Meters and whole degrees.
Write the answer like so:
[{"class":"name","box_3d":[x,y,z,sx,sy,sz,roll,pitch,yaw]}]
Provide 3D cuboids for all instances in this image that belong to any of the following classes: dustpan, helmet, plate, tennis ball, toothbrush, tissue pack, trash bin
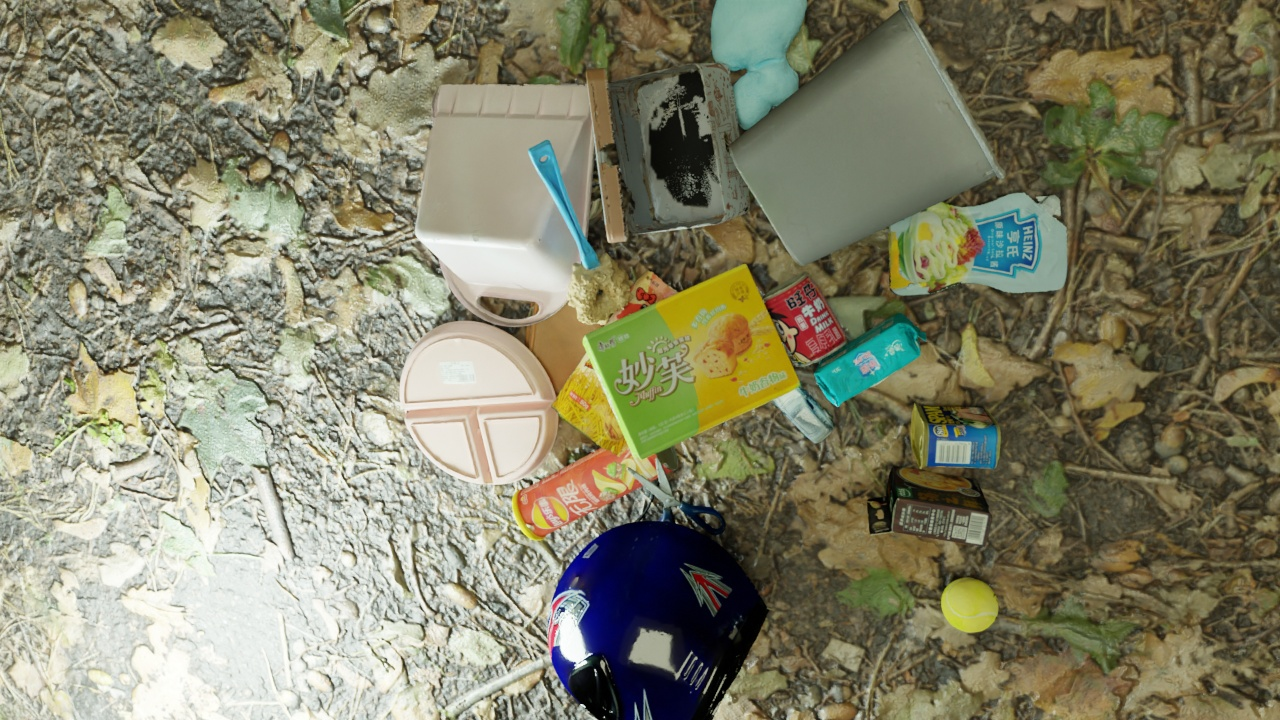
[{"class":"dustpan","box_3d":[-0.160,-0.191,1.123,0.223,0.139,0.273,10,76,22]},{"class":"helmet","box_3d":[0.005,0.339,1.127,0.240,0.246,0.316,29,133,18]},{"class":"plate","box_3d":[-0.217,0.061,1.193,0.230,0.028,0.230,7,110,18]},{"class":"tennis ball","box_3d":[0.399,0.296,1.112,0.065,0.065,0.065,3,104,12]},{"class":"toothbrush","box_3d":[-0.015,0.233,1.216,0.017,0.014,0.189,28,108,12]},{"class":"tissue pack","box_3d":[0.264,-0.003,1.054,0.134,0.093,0.050,-34,90,18]},{"class":"trash bin","box_3d":[0.230,-0.228,0.960,0.220,0.198,0.198,-29,98,23]}]

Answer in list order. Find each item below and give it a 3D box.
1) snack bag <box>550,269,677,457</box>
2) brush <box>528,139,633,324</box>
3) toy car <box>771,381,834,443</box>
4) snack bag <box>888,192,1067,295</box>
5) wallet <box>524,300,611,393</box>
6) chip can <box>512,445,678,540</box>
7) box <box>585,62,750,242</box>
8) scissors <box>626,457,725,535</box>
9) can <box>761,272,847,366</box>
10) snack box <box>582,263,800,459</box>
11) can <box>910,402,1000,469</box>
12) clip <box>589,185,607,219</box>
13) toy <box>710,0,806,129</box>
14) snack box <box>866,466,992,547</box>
[{"class":"snack bag","box_3d":[-0.007,0.007,1.123,0.128,0.073,0.208,38,92,3]},{"class":"brush","box_3d":[-0.071,-0.138,1.031,0.083,0.046,0.255,-27,133,-5]},{"class":"toy car","box_3d":[0.196,0.061,1.117,0.043,0.034,0.090,-43,90,21]},{"class":"snack bag","box_3d":[0.376,-0.129,1.028,0.191,0.038,0.110,-2,92,12]},{"class":"wallet","box_3d":[-0.095,-0.021,1.161,0.108,0.031,0.132,10,105,9]},{"class":"chip can","box_3d":[-0.060,0.154,1.177,0.217,0.073,0.073,-30,96,17]},{"class":"box","box_3d":[0.005,-0.226,0.995,0.155,0.186,0.183,-4,103,29]},{"class":"scissors","box_3d":[0.047,0.182,1.155,0.156,0.012,0.166,7,130,-6]},{"class":"can","box_3d":[0.191,-0.048,1.072,0.067,0.066,0.094,-29,96,17]},{"class":"snack box","box_3d":[0.057,0.002,1.063,0.210,0.070,0.157,-24,90,-6]},{"class":"can","box_3d":[0.359,0.087,1.051,0.083,0.102,0.057,1,104,9]},{"class":"clip","box_3d":[-0.085,-0.175,1.122,0.100,0.034,0.071,-40,93,27]},{"class":"toy","box_3d":[0.127,-0.352,1.021,0.162,0.049,0.156,-32,103,25]},{"class":"snack box","box_3d":[0.333,0.170,1.070,0.126,0.113,0.053,9,104,10]}]
